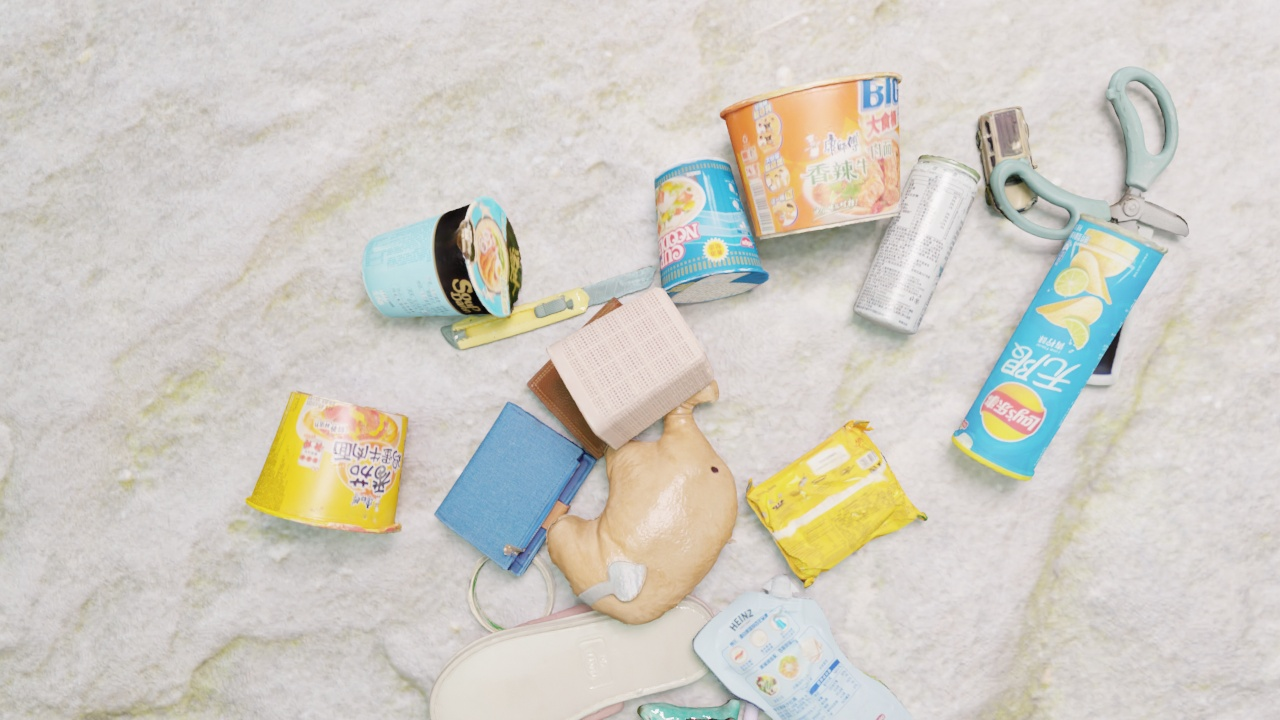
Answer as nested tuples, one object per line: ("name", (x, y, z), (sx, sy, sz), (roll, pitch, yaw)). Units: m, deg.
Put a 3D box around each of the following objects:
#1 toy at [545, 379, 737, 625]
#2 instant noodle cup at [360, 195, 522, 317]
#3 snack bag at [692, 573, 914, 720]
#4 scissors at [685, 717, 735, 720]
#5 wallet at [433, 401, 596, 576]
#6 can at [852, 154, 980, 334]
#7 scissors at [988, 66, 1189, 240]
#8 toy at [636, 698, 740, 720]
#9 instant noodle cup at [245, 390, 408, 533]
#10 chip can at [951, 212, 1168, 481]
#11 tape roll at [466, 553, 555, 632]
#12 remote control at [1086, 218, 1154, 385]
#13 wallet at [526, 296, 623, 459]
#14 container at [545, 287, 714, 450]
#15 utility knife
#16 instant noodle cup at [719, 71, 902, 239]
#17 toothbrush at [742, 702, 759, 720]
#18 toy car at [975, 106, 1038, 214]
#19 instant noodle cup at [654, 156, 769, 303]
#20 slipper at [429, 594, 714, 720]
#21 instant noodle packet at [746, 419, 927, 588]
("toy", (0.021, 0.125, 0.816), (0.143, 0.082, 0.225), (35, 81, 5))
("instant noodle cup", (-0.187, -0.088, 0.848), (0.121, 0.111, 0.111), (-7, 89, 18))
("snack bag", (0.144, 0.284, 0.808), (0.110, 0.039, 0.191), (-41, 86, 4))
("scissors", (0.008, 0.373, 0.829), (0.207, 0.015, 0.193), (8, 116, 8))
("wallet", (-0.117, 0.120, 0.863), (0.106, 0.040, 0.133), (33, 90, 13))
("can", (0.236, -0.098, 0.787), (0.058, 0.058, 0.147), (23, 94, 10))
("scissors", (0.368, -0.154, 0.756), (0.180, 0.019, 0.170), (-4, 92, -1))
("toy", (0.039, 0.336, 0.835), (0.092, 0.030, 0.097), (11, 118, -3))
("instant noodle cup", (-0.281, 0.092, 0.853), (0.138, 0.138, 0.109), (12, 84, 10))
("chip can", (0.334, -0.009, 0.742), (0.071, 0.071, 0.210), (27, 106, 9))
("tape roll", (-0.123, 0.221, 0.878), (0.086, 0.014, 0.086), (0, 90, 11))
("remote control", (0.388, -0.054, 0.777), (0.058, 0.021, 0.150), (12, 92, 10))
("wallet", (-0.030, 0.017, 0.853), (0.101, 0.032, 0.124), (45, 98, 4))
("container", (-0.005, 0.005, 0.784), (0.111, 0.090, 0.090), (-33, 70, 2))
("utility knife", (-0.088, -0.050, 0.873), (0.219, 0.022, 0.031), (-17, 93, 6))
("instant noodle cup", (0.148, -0.165, 0.765), (0.151, 0.151, 0.111), (-9, 96, 10))
("toothbrush", (0.100, 0.337, 0.834), (0.021, 0.029, 0.189), (10, 91, 48))
("toy car", (0.315, -0.170, 0.784), (0.042, 0.035, 0.090), (-9, 91, 12))
("instant noodle cup", (0.055, -0.115, 0.809), (0.099, 0.099, 0.110), (-12, 80, 10))
("slipper", (-0.060, 0.282, 0.845), (0.274, 0.054, 0.114), (-19, 90, -1))
("instant noodle packet", (0.170, 0.123, 0.808), (0.128, 0.044, 0.111), (-33, 89, 11))
